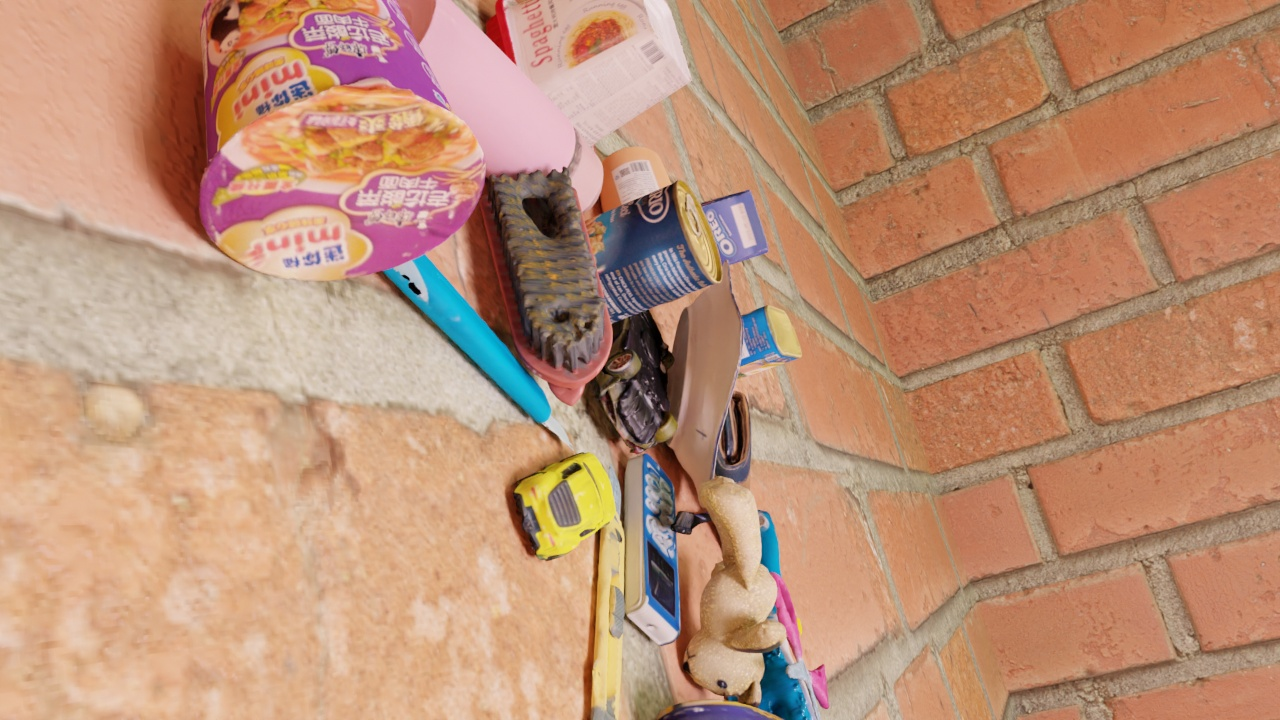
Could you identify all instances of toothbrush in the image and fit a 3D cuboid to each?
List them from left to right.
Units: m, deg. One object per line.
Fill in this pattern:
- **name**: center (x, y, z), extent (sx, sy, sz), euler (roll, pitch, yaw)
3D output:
- **toothbrush**: center (0.044, 0.116, 0.685), extent (0.189, 0.014, 0.016), euler (29, 75, -77)

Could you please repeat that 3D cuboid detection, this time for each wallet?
- **wallet**: center (0.078, 0.095, 0.765), extent (0.090, 0.033, 0.115), euler (-83, 168, -49)

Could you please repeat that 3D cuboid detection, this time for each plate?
- **plate**: center (0.044, 0.014, 0.716), extent (0.163, 0.034, 0.165), euler (-91, -170, -61)

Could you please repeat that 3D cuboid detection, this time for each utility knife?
- **utility knife**: center (-0.084, -0.003, 0.515), extent (0.182, 0.018, 0.034), euler (52, 9, -41)
- **utility knife**: center (-0.020, 0.139, 0.554), extent (0.183, 0.019, 0.031), euler (-95, 161, -47)

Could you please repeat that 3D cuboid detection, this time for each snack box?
- **snack box**: center (0.066, -0.121, 0.852), extent (0.207, 0.057, 0.058), euler (-125, -163, -81)

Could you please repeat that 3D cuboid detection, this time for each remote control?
- **remote control**: center (0.006, 0.123, 0.614), extent (0.049, 0.024, 0.124), euler (52, 25, -39)

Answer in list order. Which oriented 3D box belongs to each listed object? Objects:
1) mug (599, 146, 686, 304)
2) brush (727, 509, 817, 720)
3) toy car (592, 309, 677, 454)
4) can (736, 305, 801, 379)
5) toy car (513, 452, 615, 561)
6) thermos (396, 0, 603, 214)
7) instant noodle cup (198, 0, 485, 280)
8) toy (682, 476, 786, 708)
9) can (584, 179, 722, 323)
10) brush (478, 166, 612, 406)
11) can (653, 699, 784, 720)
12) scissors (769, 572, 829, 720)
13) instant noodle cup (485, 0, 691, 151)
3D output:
- **mug**: center (0.003, -0.117, 0.775), extent (0.078, 0.078, 0.122), euler (38, 32, -55)
- **brush**: center (0.104, 0.232, 0.728), extent (0.109, 0.061, 0.313), euler (56, 21, -46)
- **toy car**: center (-0.004, 0.004, 0.677), extent (0.070, 0.042, 0.157), euler (60, 19, -27)
- **can**: center (0.107, -0.015, 0.920), extent (0.102, 0.083, 0.057), euler (5, 66, -68)
- **toy car**: center (-0.038, 0.081, 0.533), extent (0.048, 0.032, 0.105), euler (69, 18, 2)
- **thermos**: center (-0.097, -0.158, 0.577), extent (0.087, 0.067, 0.198), euler (46, 8, 30)
- **instant noodle cup**: center (-0.130, -0.104, 0.381), extent (0.111, 0.112, 0.099), euler (30, 35, -60)
- **toy**: center (0.059, 0.154, 0.617), extent (0.105, 0.066, 0.157), euler (-153, -121, -67)
- **can**: center (-0.008, -0.070, 0.641), extent (0.075, 0.111, 0.075), euler (55, 24, -38)
- **brush**: center (-0.055, -0.045, 0.559), extent (0.069, 0.063, 0.145), euler (102, -25, -57)
- **can**: center (0.065, 0.252, 0.557), extent (0.148, 0.075, 0.049), euler (38, 33, -37)
- **scissors**: center (0.115, 0.215, 0.644), extent (0.134, 0.017, 0.133), euler (49, 23, -60)
- **instant noodle cup**: center (-0.036, -0.233, 0.706), extent (0.116, 0.124, 0.116), euler (27, 46, -62)
